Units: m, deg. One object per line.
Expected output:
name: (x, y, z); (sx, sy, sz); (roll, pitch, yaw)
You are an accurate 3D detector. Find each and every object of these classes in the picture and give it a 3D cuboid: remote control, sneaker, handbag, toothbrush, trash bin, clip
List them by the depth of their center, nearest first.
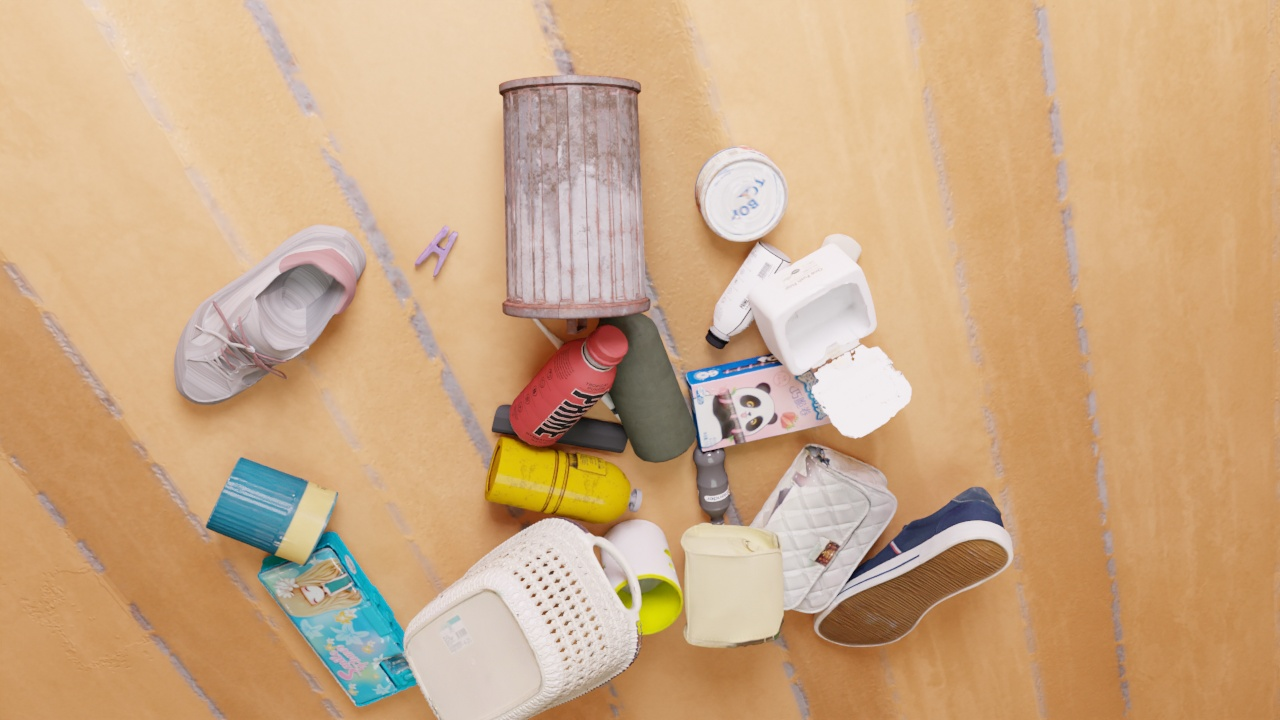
trash bin: (-0.058, -0.130, 0.800); (0.130, 0.131, 0.211); (-2, 99, -7)
sneaker: (-0.356, -0.028, 0.856); (0.236, 0.089, 0.099); (-40, 115, 12)
clip: (-0.194, -0.106, 0.885); (0.033, 0.013, 0.051); (34, 104, -24)
toothbrush: (-0.068, -0.003, 0.955); (0.017, 0.012, 0.187); (-36, 116, 6)
remote control: (0.189, -0.072, 0.956); (0.038, 0.018, 0.126); (15, 114, -16)
remote control: (-0.086, 0.075, 0.989); (0.146, 0.015, 0.033); (11, 114, -13)
handbag: (0.102, 0.250, 1.017); (0.111, 0.081, 0.119); (0, 103, 10)
handbag: (0.199, 0.199, 1.060); (0.138, 0.072, 0.195); (23, 111, -16)
sneaker: (0.318, 0.243, 1.101); (0.120, 0.127, 0.295); (29, 128, -14)

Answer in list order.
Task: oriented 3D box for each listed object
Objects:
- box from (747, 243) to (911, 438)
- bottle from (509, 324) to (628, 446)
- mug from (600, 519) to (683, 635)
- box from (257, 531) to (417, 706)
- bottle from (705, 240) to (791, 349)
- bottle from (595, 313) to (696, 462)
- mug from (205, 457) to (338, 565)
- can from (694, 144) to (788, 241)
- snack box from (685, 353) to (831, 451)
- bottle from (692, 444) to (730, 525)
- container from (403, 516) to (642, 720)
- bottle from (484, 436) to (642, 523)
box: (0.191, -0.017, 0.919); (0.111, 0.101, 0.189); (-31, 110, -1)
bottle: (-0.068, 0.022, 0.895); (0.062, 0.062, 0.177); (24, 141, -19)
mug: (-0.001, 0.242, 1.033); (0.082, 0.106, 0.083); (-4, 117, -7)
box: (-0.337, 0.301, 1.050); (0.094, 0.039, 0.227); (-22, 117, 3)
bottle: (0.105, -0.063, 0.934); (0.041, 0.041, 0.116); (26, 110, -19)
bottle: (-0.006, 0.005, 0.935); (0.071, 0.071, 0.207); (-21, 117, 2)
mug: (-0.388, 0.164, 0.958); (0.107, 0.083, 0.114); (25, 138, -19)
can: (0.097, -0.160, 0.884); (0.086, 0.043, 0.086); (-3, 117, -5)
snack box: (0.131, 0.040, 0.994); (0.154, 0.033, 0.088); (-13, 118, -2)
bottle: (0.082, 0.143, 1.035); (0.036, 0.036, 0.110); (-11, 117, -3)
container: (-0.131, 0.287, 0.965); (0.252, 0.143, 0.184); (-37, 77, 33)
bottle: (-0.079, 0.134, 0.989); (0.163, 0.071, 0.071); (15, 113, -15)
